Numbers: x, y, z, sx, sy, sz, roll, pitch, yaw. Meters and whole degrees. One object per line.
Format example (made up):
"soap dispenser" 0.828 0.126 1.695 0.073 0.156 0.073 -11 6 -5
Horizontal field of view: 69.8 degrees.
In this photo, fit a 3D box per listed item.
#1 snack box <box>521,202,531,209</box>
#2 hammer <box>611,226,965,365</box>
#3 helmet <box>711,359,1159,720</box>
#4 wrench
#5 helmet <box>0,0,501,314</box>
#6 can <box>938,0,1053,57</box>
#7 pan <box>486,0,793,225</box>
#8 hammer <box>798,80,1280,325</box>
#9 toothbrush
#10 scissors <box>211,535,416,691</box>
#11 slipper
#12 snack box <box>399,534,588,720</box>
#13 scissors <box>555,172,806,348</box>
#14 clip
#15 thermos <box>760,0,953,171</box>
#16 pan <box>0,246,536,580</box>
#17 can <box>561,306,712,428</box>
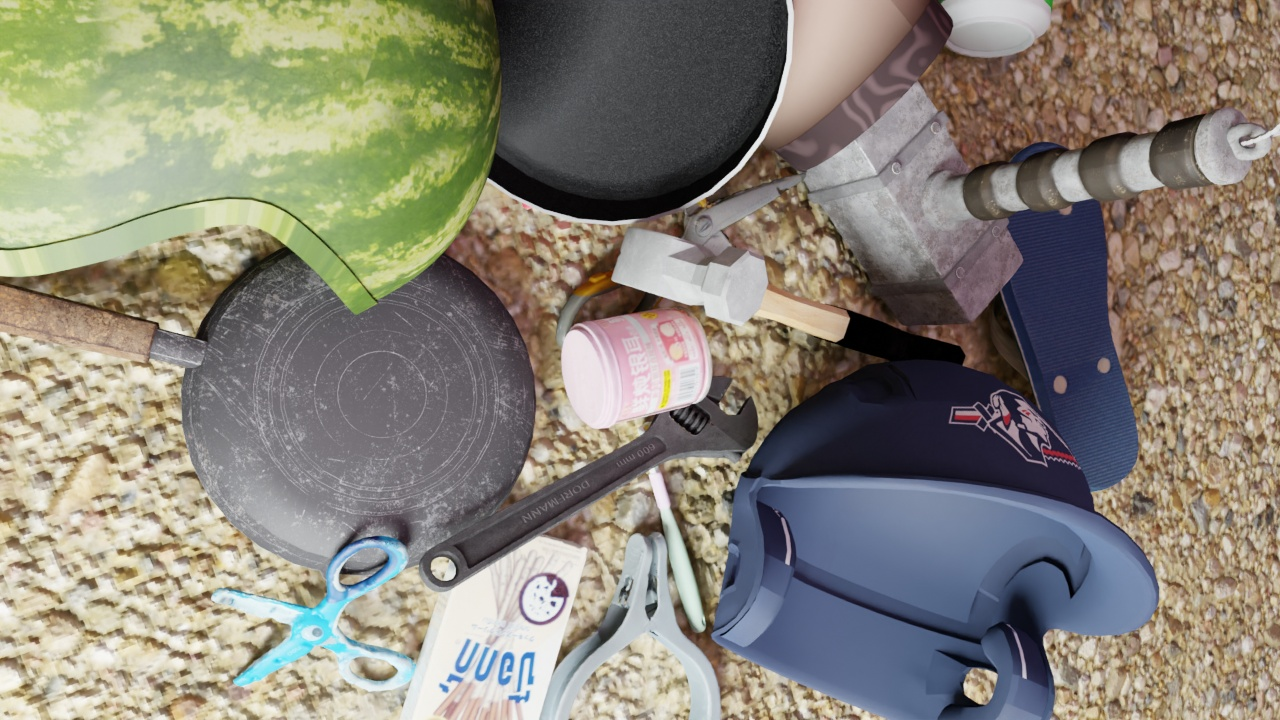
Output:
"snack box" -0.029 -0.160 0.606 0.132 0.021 0.089 -22 100 -25
"hammer" 0.120 -0.029 0.625 0.327 0.131 0.039 14 96 -41
"helmet" 0.182 0.105 0.579 0.232 0.273 0.222 27 71 -13
"wrench" -0.020 0.072 0.579 0.272 0.018 0.073 -26 75 -38
"helmet" -0.185 -0.146 0.414 0.247 0.213 0.243 4 103 -20
"can" 0.282 -0.320 0.723 0.087 0.088 0.140 9 87 -26
"pan" -0.071 -0.228 0.477 0.356 0.226 0.034 48 36 -16
"hammer" 0.250 -0.111 0.576 0.079 0.327 0.177 -45 109 -19
"toothbrush" 0.023 0.118 0.640 0.022 0.015 0.155 -26 104 -57
"scissors" -0.171 0.146 0.516 0.134 0.011 0.140 33 109 -31
"slipper" 0.345 -0.033 0.776 0.118 0.060 0.295 -15 92 -23
"snack box" -0.093 0.180 0.577 0.082 0.026 0.150 21 82 -26
"scissors" 0.022 -0.100 0.618 0.224 0.016 0.230 -33 118 -20
"clip" -0.009 0.219 0.613 0.165 0.032 0.164 -41 110 -28
"thermos" 0.063 -0.240 0.555 0.226 0.173 0.172 42 73 -13
"pan" -0.219 0.001 0.497 0.356 0.040 0.207 16 76 -24
"can" -0.003 0.003 0.582 0.076 0.067 0.067 -12 96 -27
